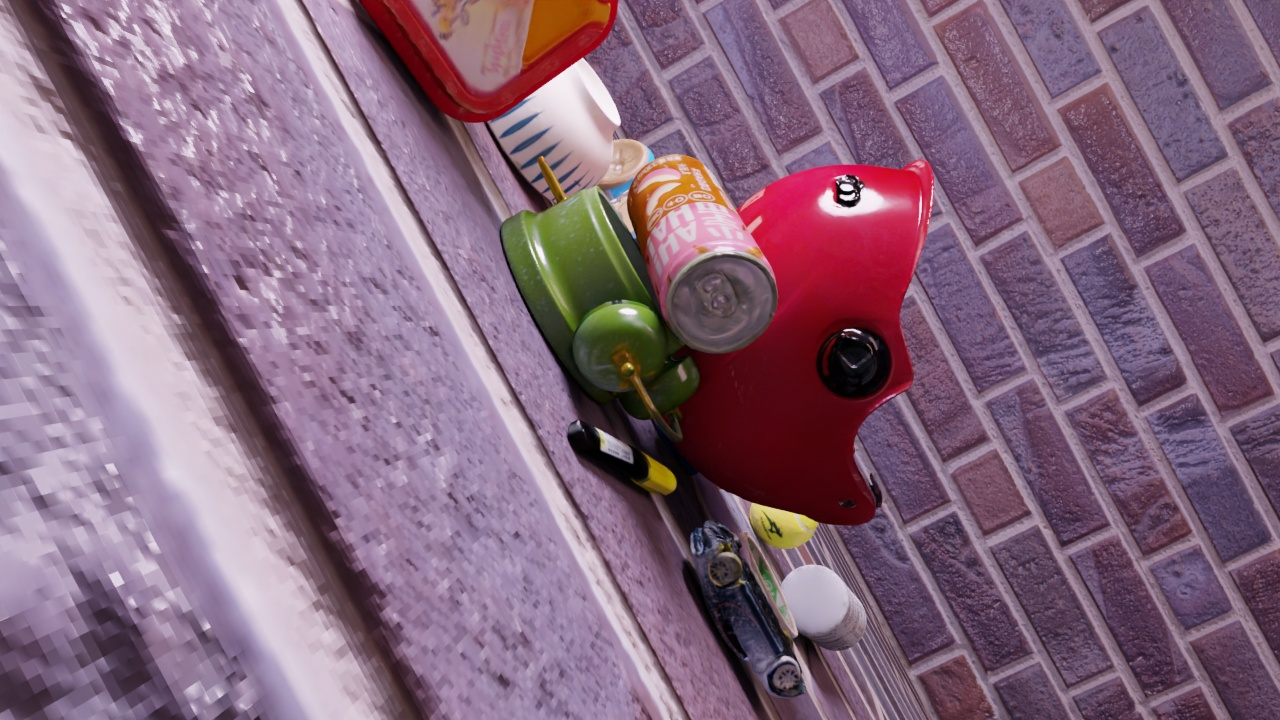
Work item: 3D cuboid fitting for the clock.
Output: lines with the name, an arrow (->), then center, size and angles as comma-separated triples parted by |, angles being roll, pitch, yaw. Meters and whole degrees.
clock -> -0.017, -0.025, 0.500 | 0.161, 0.056, 0.116 | 65, 9, 23

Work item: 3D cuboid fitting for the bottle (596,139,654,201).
bottle -> 0.005, -0.100, 0.850 | 0.219, 0.065, 0.065 | 68, 0, -47

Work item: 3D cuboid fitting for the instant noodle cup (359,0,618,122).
instant noodle cup -> -0.092, -0.209, 0.493 | 0.116, 0.116, 0.124 | 55, -1, -39

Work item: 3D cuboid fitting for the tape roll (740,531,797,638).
tape roll -> 0.094, 0.171, 0.696 | 0.086, 0.014, 0.085 | 60, 8, -14

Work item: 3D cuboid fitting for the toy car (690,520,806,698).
toy car -> 0.056, 0.137, 0.497 | 0.105, 0.031, 0.049 | 60, 8, -1

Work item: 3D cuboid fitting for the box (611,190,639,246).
box -> 0.023, -0.068, 0.799 | 0.184, 0.090, 0.061 | 48, 11, -46

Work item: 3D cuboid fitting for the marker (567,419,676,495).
marker -> -0.008, 0.050, 0.456 | 0.018, 0.015, 0.124 | 64, 11, 25

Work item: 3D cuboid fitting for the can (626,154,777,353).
can -> 0.029, -0.063, 0.498 | 0.058, 0.058, 0.147 | 57, 9, -30

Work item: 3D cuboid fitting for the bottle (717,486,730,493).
bottle -> 0.066, 0.052, 0.752 | 0.108, 0.063, 0.063 | 62, 8, 4

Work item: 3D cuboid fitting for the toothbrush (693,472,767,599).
toothbrush -> 0.060, 0.123, 0.629 | 0.029, 0.021, 0.189 | 18, 31, -30

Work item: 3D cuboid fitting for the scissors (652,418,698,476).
scissors -> 0.001, 0.015, 0.646 | 0.160, 0.012, 0.163 | 64, 10, 17

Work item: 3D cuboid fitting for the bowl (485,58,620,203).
bowl -> -0.057, -0.176, 0.655 | 0.116, 0.066, 0.116 | 51, 21, -28

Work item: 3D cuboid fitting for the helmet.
helmet -> 0.086, -0.020, 0.586 | 0.206, 0.144, 0.240 | -83, -176, -69

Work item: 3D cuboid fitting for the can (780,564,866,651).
can -> 0.164, 0.222, 0.814 | 0.058, 0.058, 0.147 | 66, 9, 28

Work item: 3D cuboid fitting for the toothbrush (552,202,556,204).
toothbrush -> -0.099, -0.195, 0.702 | 0.191, 0.018, 0.016 | 62, 6, -5

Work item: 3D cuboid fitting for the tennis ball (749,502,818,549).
tennis ball -> 0.138, 0.148, 0.881 | 0.065, 0.065, 0.065 | 60, 8, -14
